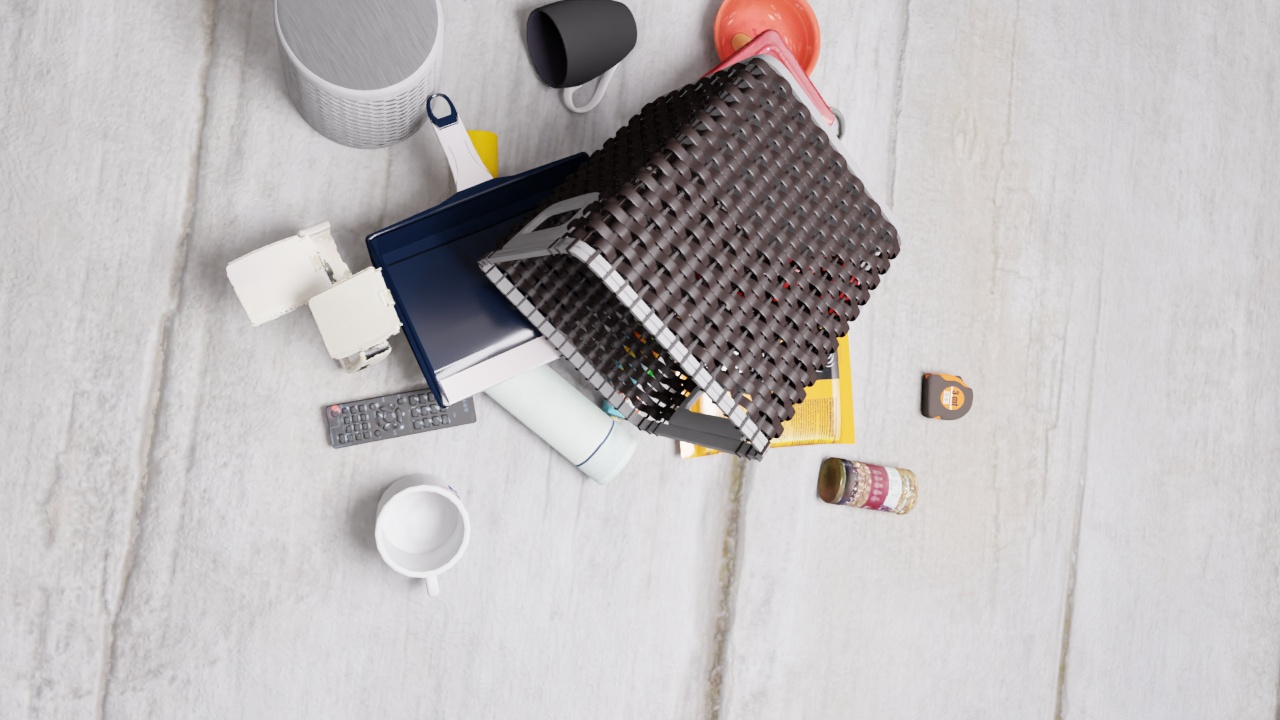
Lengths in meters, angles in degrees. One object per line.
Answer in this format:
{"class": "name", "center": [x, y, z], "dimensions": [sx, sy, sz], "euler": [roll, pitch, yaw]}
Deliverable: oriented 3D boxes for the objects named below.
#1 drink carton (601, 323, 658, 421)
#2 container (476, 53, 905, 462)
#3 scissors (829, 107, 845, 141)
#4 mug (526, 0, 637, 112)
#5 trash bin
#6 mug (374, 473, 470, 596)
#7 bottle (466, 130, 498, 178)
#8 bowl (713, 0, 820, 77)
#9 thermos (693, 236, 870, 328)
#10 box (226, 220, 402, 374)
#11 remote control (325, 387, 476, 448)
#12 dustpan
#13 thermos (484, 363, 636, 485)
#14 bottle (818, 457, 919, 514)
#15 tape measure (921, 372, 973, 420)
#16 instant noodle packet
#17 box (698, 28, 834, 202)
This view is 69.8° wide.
{"class": "drink carton", "center": [-0.006, 0.006, 1.025], "dimensions": [0.044, 0.039, 0.129], "euler": [20, 86, -15]}
{"class": "container", "center": [0.049, -0.093, 0.836], "dimensions": [0.245, 0.248, 0.243], "euler": [47, 73, -21]}
{"class": "scissors", "center": [0.188, -0.239, 1.088], "dimensions": [0.157, 0.012, 0.171], "euler": [-44, 101, -9]}
{"class": "mug", "center": [-0.056, -0.331, 0.992], "dimensions": [0.100, 0.085, 0.119], "euler": [-26, 128, -26]}
{"class": "trash bin", "center": [-0.265, -0.299, 0.873], "dimensions": [0.156, 0.183, 0.156], "euler": [0, 91, -16]}
{"class": "mug", "center": [-0.223, 0.182, 0.943], "dimensions": [0.091, 0.090, 0.121], "euler": [-8, 93, -15]}
{"class": "bottle", "center": [-0.173, -0.168, 0.974], "dimensions": [0.043, 0.043, 0.143], "euler": [0, 91, -16]}
{"class": "bowl", "center": [0.139, -0.365, 1.054], "dimensions": [0.130, 0.045, 0.130], "euler": [0, 91, -15]}
{"class": "thermos", "center": [0.155, -0.090, 1.041], "dimensions": [0.198, 0.084, 0.108], "euler": [9, 71, -13]}
{"class": "box", "center": [-0.308, -0.052, 0.853], "dimensions": [0.104, 0.188, 0.143], "euler": [-28, 92, -29]}
{"class": "remote control", "center": [-0.251, 0.057, 0.969], "dimensions": [0.150, 0.022, 0.047], "euler": [-10, 94, -13]}
{"class": "dustpan", "center": [-0.147, -0.127, 0.909], "dimensions": [0.236, 0.080, 0.273], "euler": [-25, 85, -14]}
{"class": "thermos", "center": [-0.108, 0.040, 0.984], "dimensions": [0.230, 0.068, 0.068], "euler": [41, 81, -12]}
{"class": "bottle", "center": [0.272, 0.150, 1.096], "dimensions": [0.105, 0.056, 0.056], "euler": [10, 88, -16]}
{"class": "tape measure", "center": [0.377, 0.044, 1.134], "dimensions": [0.059, 0.038, 0.058], "euler": [2, 90, -2]}
{"class": "instant noodle packet", "center": [0.147, 0.026, 1.071], "dimensions": [0.220, 0.032, 0.160], "euler": [-3, 90, -15]}
{"class": "box", "center": [0.112, -0.266, 1.000], "dimensions": [0.158, 0.087, 0.129], "euler": [-33, 109, 14]}
